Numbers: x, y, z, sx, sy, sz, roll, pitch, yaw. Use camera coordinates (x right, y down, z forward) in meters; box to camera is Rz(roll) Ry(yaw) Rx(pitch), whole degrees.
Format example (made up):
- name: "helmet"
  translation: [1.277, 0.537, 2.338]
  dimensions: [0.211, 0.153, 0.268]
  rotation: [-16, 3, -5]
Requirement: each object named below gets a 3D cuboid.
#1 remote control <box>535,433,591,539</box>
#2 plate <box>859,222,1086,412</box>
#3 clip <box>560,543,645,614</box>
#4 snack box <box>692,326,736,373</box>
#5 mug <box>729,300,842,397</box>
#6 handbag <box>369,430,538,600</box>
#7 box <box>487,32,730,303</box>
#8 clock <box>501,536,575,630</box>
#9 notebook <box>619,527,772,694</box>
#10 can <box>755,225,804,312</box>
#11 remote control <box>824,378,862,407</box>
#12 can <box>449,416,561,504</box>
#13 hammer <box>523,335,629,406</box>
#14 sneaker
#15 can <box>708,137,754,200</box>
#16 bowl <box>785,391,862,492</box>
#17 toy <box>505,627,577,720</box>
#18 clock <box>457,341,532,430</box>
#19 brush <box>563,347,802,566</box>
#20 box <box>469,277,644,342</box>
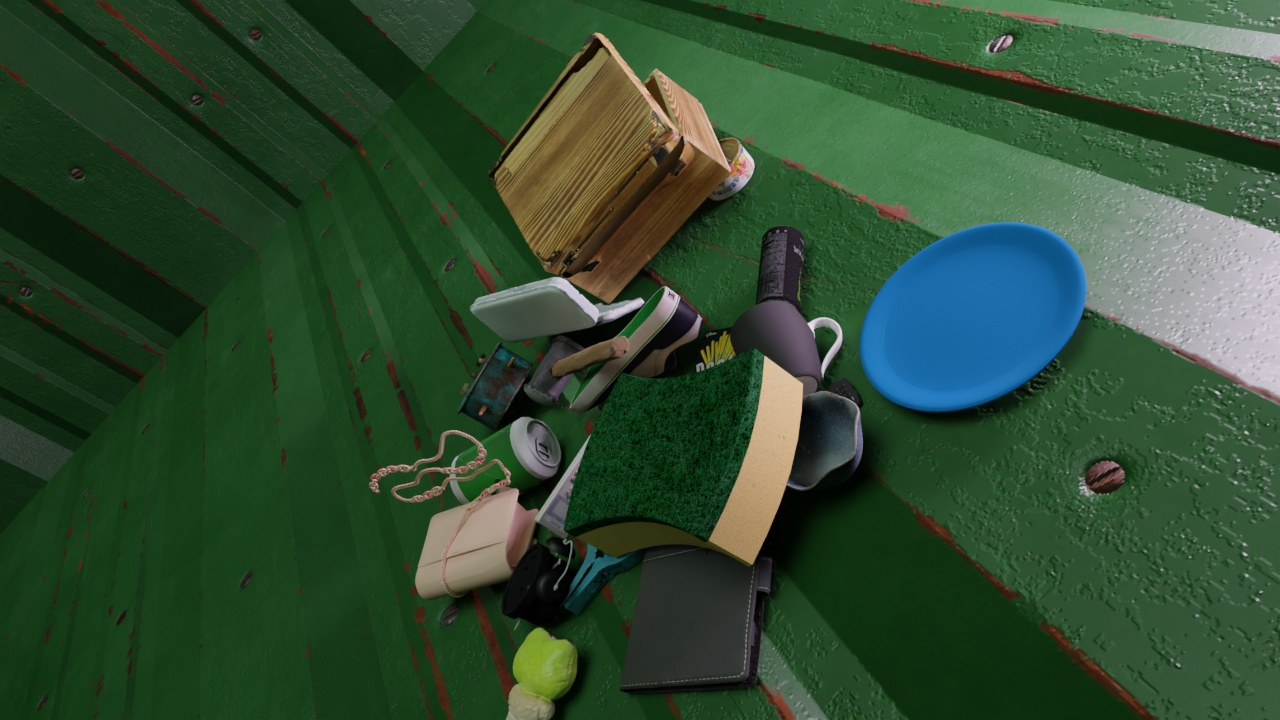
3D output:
- name: "remote control"
  translation: [-0.074, 0.151, 1.129]
  dimensions: [0.011, 0.050, 0.135]
  rotation: [19, 72, 53]
- name: "plate"
  translation: [0.323, -0.041, 0.904]
  dimensions: [0.225, 0.024, 0.223]
  rotation: [-29, 40, 26]
- name: "clip"
  translation: [-0.033, 0.225, 1.040]
  dimensions: [0.119, 0.033, 0.120]
  rotation: [-16, 46, 33]
- name: "snack box"
  translation: [0.097, 0.027, 1.085]
  dimensions: [0.080, 0.025, 0.147]
  rotation: [-11, 50, 42]
- name: "mug"
  translation: [0.169, -0.007, 1.004]
  dimensions: [0.119, 0.085, 0.100]
  rotation: [-16, 48, -5]
- name: "handbag"
  translation: [-0.249, 0.208, 1.145]
  dimensions: [0.199, 0.187, 0.116]
  rotation: [-21, 36, 27]
- name: "box"
  translation: [-0.053, -0.273, 1.330]
  dimensions: [0.280, 0.220, 0.258]
  rotation: [-45, 36, 24]
- name: "clock"
  translation: [-0.112, 0.253, 1.052]
  dimensions: [0.121, 0.042, 0.091]
  rotation: [-49, 20, 31]
- name: "notebook"
  translation: [0.061, 0.229, 0.932]
  dimensions: [0.170, 0.029, 0.208]
  rotation: [-20, 47, 38]
- name: "can"
  translation: [0.168, -0.101, 1.104]
  dimensions: [0.054, 0.054, 0.137]
  rotation: [-20, 44, 35]
- name: "remote control"
  translation: [0.177, 0.067, 0.973]
  dimensions: [0.124, 0.009, 0.046]
  rotation: [-39, 36, 14]
- name: "can"
  translation: [-0.180, 0.140, 1.224]
  dimensions: [0.140, 0.088, 0.087]
  rotation: [-31, 38, 24]
- name: "hammer"
  translation: [-0.077, 0.000, 1.182]
  dimensions: [0.098, 0.052, 0.329]
  rotation: [-60, 14, -17]
- name: "sneaker"
  translation: [-0.007, 0.007, 1.187]
  dimensions: [0.236, 0.079, 0.084]
  rotation: [-45, 17, 36]
- name: "can"
  translation: [0.120, -0.278, 1.334]
  dimensions: [0.086, 0.043, 0.086]
  rotation: [-29, 39, 27]
- name: "bowl"
  translation: [0.179, 0.090, 0.910]
  dimensions: [0.111, 0.055, 0.110]
  rotation: [-29, 39, 26]
- name: "toy"
  translation: [-0.111, 0.349, 0.988]
  dimensions: [0.092, 0.046, 0.115]
  rotation: [2, 66, 49]
- name: "clock"
  translation: [-0.219, 0.037, 1.354]
  dimensions: [0.121, 0.073, 0.158]
  rotation: [-60, 7, -9]
- name: "brush"
  translation: [0.040, 0.103, 0.953]
  dimensions: [0.251, 0.075, 0.194]
  rotation: [-12, 52, 51]
- name: "box"
  translation: [-0.122, -0.064, 1.309]
  dimensions: [0.211, 0.185, 0.084]
  rotation: [-8, 73, 42]
